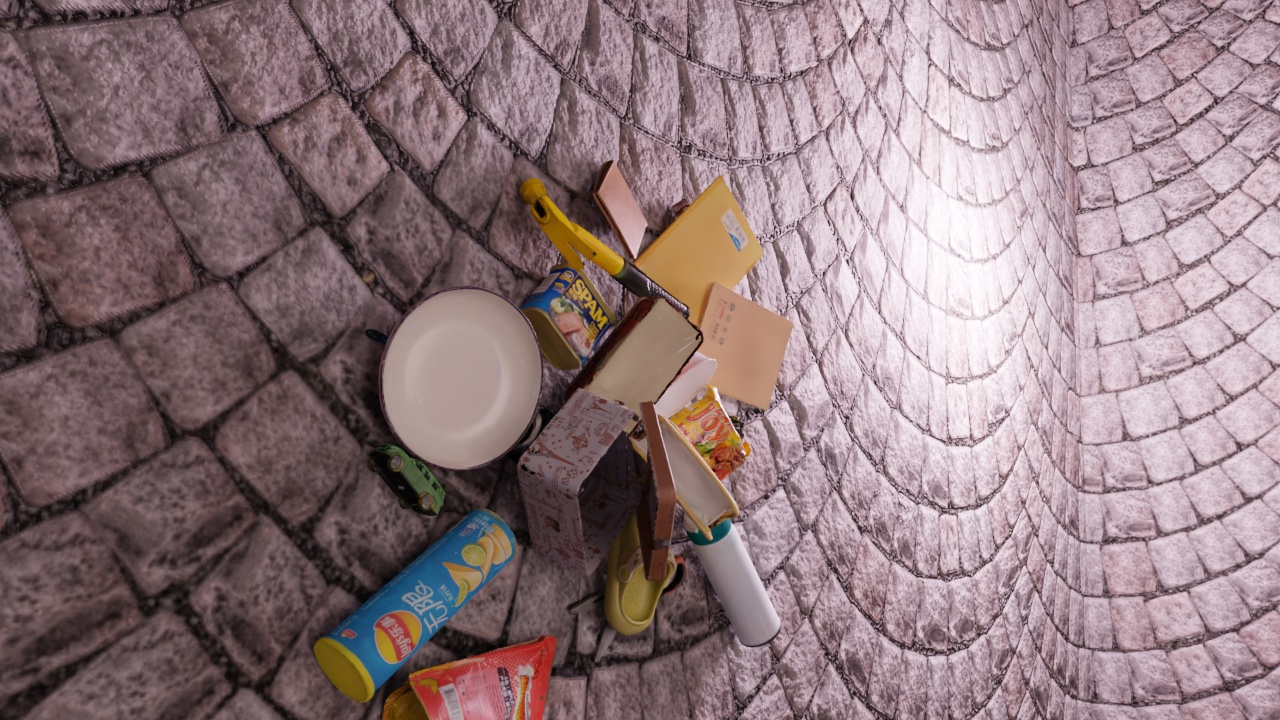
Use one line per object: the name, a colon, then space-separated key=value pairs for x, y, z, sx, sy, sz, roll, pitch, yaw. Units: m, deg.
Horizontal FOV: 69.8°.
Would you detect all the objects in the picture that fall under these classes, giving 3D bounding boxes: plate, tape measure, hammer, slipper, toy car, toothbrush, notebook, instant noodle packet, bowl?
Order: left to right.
toy car: x=-0.231 y=0.117 z=0.911 sx=0.091 sy=0.043 sz=0.036 roll=56 pitch=50 yaw=-29
toothbrush: x=-0.211 y=0.006 z=0.975 sx=0.189 sy=0.016 sz=0.014 roll=29 pitch=73 yaw=-40
plate: x=-0.189 y=0.018 z=0.958 sx=0.192 sy=0.039 sz=0.192 roll=-4 pitch=97 yaw=-41
tape measure: x=-0.123 y=0.084 z=1.021 sx=0.033 sy=0.066 sz=0.065 roll=45 pitch=68 yaw=-38
hammer: x=-0.029 y=-0.116 z=1.144 sx=0.300 sy=0.033 sz=0.128 roll=32 pitch=21 yaw=-48
slipper: x=0.011 y=0.240 z=1.120 sx=0.091 sy=0.082 sz=0.190 roll=19 pitch=74 yaw=-44
bowl: x=0.035 y=0.020 z=1.203 sx=0.064 sy=0.119 sz=0.118 roll=47 pitch=38 yaw=18
notebook: x=0.088 y=-0.144 z=1.300 sx=0.205 sy=0.010 sz=0.146 roll=-48 pitch=120 yaw=-25
instant noodle packet: x=0.087 y=0.110 z=1.246 sx=0.110 sy=0.044 sz=0.128 roll=-37 pitch=118 yaw=-13
toy car: x=0.103 y=0.098 z=1.306 sx=0.105 sy=0.032 sz=0.048 roll=14 pitch=77 yaw=-35
notebook: x=0.150 y=-0.016 z=1.365 sx=0.207 sy=0.008 sz=0.147 roll=21 pitch=85 yaw=-45

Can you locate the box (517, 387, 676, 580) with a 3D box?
box: x=-0.018 y=0.147 z=1.006 sx=0.149 sy=0.166 sz=0.182 roll=-51 pitch=153 yaw=-35

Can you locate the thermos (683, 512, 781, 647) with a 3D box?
thermos: x=0.126 y=0.292 z=1.280 sx=0.073 sy=0.073 sz=0.224 roll=-45 pitch=117 yaw=-42

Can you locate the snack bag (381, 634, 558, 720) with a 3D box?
snack bag: x=-0.163 y=0.360 z=0.945 sx=0.207 sy=0.073 sz=0.128 roll=10 pitch=82 yaw=-53

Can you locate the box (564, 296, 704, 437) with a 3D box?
box: x=-0.006 y=0.007 z=1.100 sx=0.091 sy=0.078 sz=0.168 roll=41 pitch=79 yaw=-17

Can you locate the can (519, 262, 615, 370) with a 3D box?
can: x=-0.088 y=-0.050 z=1.088 sx=0.102 sy=0.057 sz=0.083 roll=55 pitch=50 yaw=-28

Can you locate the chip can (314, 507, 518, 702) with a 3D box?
chip can: x=-0.212 y=0.232 z=0.895 sx=0.209 sy=0.071 sz=0.071 roll=-40 pitch=114 yaw=-44

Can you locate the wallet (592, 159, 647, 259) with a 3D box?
wallet: x=-0.026 y=-0.194 z=1.175 sx=0.101 sy=0.020 sz=0.115 roll=59 pitch=22 yaw=-24

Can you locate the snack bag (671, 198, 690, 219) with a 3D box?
snack bag: x=0.075 y=-0.180 z=1.315 sx=0.048 sy=0.026 sz=0.104 roll=-41 pitch=115 yaw=-48

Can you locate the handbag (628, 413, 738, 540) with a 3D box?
handbag: x=0.051 y=0.146 z=1.166 sx=0.063 sy=0.179 sz=0.163 roll=-38 pitch=84 yaw=-7

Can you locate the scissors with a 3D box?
scissors: x=-0.010 y=0.279 z=1.165 sx=0.189 sy=0.015 sz=0.224 roll=37 pitch=60 yaw=-40
